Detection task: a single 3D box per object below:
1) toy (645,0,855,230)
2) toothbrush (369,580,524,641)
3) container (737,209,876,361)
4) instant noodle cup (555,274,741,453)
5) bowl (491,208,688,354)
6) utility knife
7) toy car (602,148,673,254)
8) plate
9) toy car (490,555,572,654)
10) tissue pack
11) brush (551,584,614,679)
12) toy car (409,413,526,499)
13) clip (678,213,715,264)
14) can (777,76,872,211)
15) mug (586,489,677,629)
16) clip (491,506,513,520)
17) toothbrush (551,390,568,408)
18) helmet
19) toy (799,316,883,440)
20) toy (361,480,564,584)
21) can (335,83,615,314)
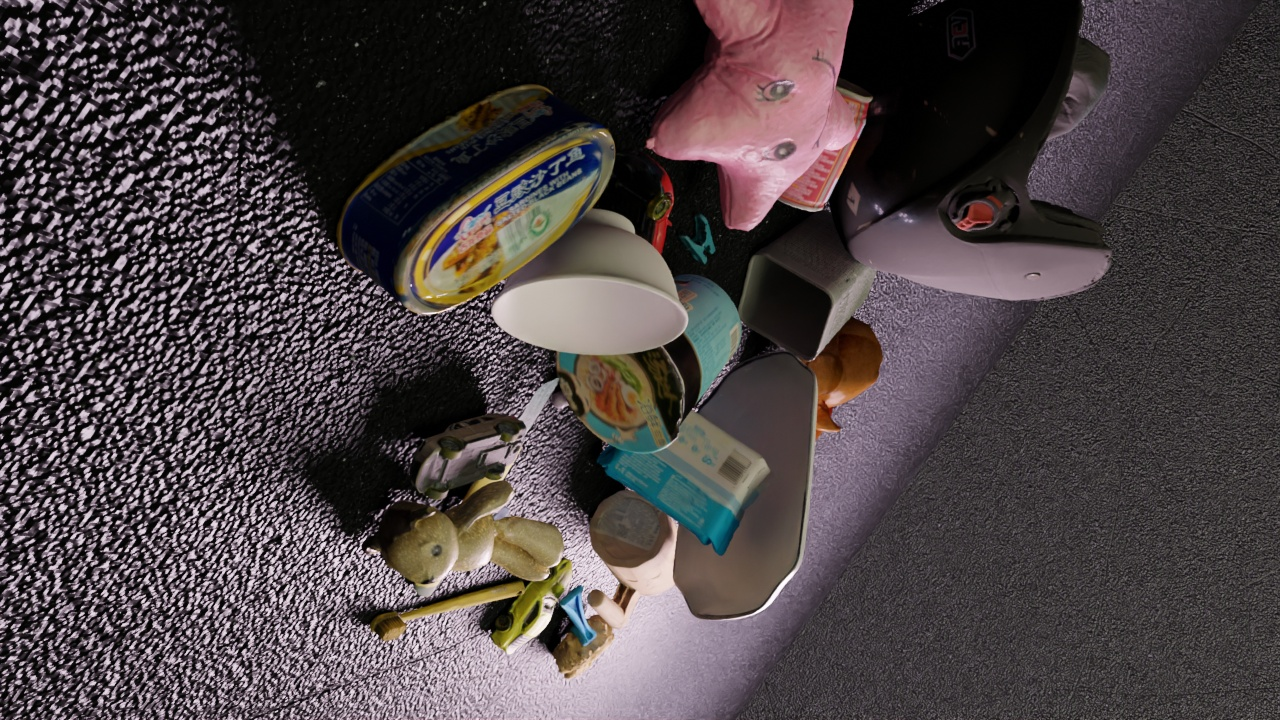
[{"bbox_3d":[0.075,-0.167,0.603,0.178,0.074,0.195,-28,139,-19],"label":"toy"},{"bbox_3d":[-0.152,0.204,0.759,0.016,0.016,0.189,-58,155,11],"label":"toothbrush"},{"bbox_3d":[0.167,-0.077,0.874,0.114,0.090,0.090,-39,153,-35],"label":"container"},{"bbox_3d":[0.014,-0.008,0.687,0.120,0.111,0.111,-40,154,-46],"label":"instant noodle cup"},{"bbox_3d":[-0.030,-0.054,0.564,0.118,0.118,0.064,52,37,-65],"label":"bowl"},{"bbox_3d":[-0.116,0.098,0.681,0.207,0.021,0.031,-53,154,16],"label":"utility knife"},{"bbox_3d":[-0.003,-0.090,0.599,0.031,0.049,0.106,-37,151,-34],"label":"toy car"},{"bbox_3d":[0.106,0.116,0.864,0.034,0.162,0.265,30,55,-31],"label":"plate"},{"bbox_3d":[-0.099,0.234,0.875,0.105,0.032,0.048,-52,155,-8],"label":"toy car"},{"bbox_3d":[0.040,0.097,0.817,0.090,0.140,0.063,-54,169,-11],"label":"tissue pack"},{"bbox_3d":[-0.064,0.278,0.961,0.083,0.046,0.255,-37,155,-18],"label":"brush"},{"bbox_3d":[-0.117,0.061,0.611,0.090,0.035,0.042,-16,135,-53],"label":"toy car"},{"bbox_3d":[0.046,-0.095,0.725,0.040,0.014,0.056,-51,156,-4],"label":"clip"},{"bbox_3d":[0.132,-0.172,0.710,0.066,0.066,0.094,-18,138,-52],"label":"can"},{"bbox_3d":[-0.011,0.199,0.915,0.124,0.084,0.103,-61,157,-18],"label":"mug"},{"bbox_3d":[-0.111,0.130,0.738,0.025,0.033,0.057,-50,149,-13],"label":"clip"},{"bbox_3d":[-0.004,0.004,0.757,0.021,0.029,0.188,-24,-179,45],"label":"toothbrush"},{"bbox_3d":[0.271,-0.180,0.760,0.275,0.230,0.232,72,27,-55],"label":"helmet"},{"bbox_3d":[0.169,0.030,0.988,0.200,0.130,0.139,110,-11,-54],"label":"toy"},{"bbox_3d":[-0.118,0.131,0.649,0.105,0.066,0.157,-36,147,23],"label":"toy"},{"bbox_3d":[-0.080,-0.084,0.470,0.147,0.049,0.075,-40,152,-28],"label":"can"}]
